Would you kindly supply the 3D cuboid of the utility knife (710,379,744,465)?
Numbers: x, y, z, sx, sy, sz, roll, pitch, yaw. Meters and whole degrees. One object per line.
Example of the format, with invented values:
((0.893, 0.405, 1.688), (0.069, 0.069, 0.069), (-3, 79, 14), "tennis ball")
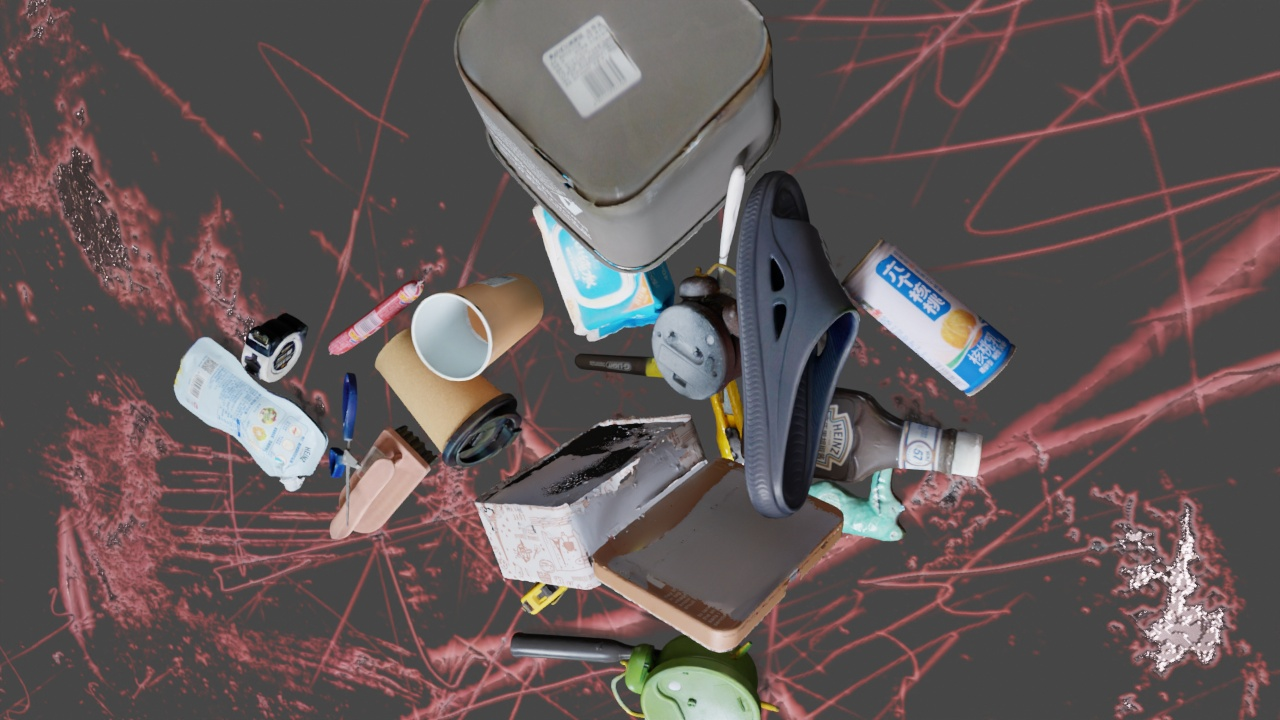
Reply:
((0.077, 0.044, 0.832), (0.033, 0.015, 0.154), (-12, 102, 23), "utility knife")

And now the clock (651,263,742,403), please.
((0.058, -0.023, 0.764), (0.082, 0.055, 0.122), (38, 131, 30), "clock")

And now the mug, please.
((-0.140, -0.038, 0.832), (0.078, 0.122, 0.078), (7, 111, 19), "mug")

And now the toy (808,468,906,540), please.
((0.190, 0.129, 0.810), (0.092, 0.030, 0.096), (10, 104, 14), "toy")

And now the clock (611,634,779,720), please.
((0.047, 0.328, 0.908), (0.161, 0.056, 0.116), (-13, 114, 20), "clock")

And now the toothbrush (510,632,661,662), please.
((-0.037, 0.304, 0.964), (0.213, 0.026, 0.027), (-3, 125, 20), "toothbrush")

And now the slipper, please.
((0.130, -0.012, 0.705), (0.083, 0.110, 0.268), (-1, 84, 29), "slipper")

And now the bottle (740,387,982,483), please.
((0.185, 0.065, 0.777), (0.195, 0.044, 0.080), (8, 97, 19), "bottle")

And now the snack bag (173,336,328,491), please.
((-0.440, 0.063, 1.038), (0.191, 0.038, 0.110), (36, 112, 5), "snack bag")

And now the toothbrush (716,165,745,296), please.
((0.071, -0.093, 0.726), (0.016, 0.016, 0.180), (33, 157, 16), "toothbrush")

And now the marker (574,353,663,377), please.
((-0.005, 0.005, 0.853), (0.124, 0.015, 0.018), (5, 106, 22), "marker")

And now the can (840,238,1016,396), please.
((0.225, -0.035, 0.723), (0.134, 0.053, 0.053), (41, 118, 4), "can")

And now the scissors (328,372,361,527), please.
((-0.307, 0.092, 0.958), (0.176, 0.012, 0.162), (-19, 67, 61), "scissors")

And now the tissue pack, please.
((-0.031, -0.091, 0.802), (0.090, 0.063, 0.140), (-14, 102, 25), "tissue pack")

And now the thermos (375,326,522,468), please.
((-0.190, 0.035, 0.902), (0.143, 0.092, 0.093), (43, 118, 13), "thermos")

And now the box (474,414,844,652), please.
((0.012, 0.128, 0.762), (0.272, 0.177, 0.106), (10, 119, 41), "box")

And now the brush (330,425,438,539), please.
((-0.282, 0.137, 0.979), (0.063, 0.072, 0.146), (44, 120, 2), "brush")

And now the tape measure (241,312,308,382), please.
((-0.390, -0.011, 0.974), (0.033, 0.065, 0.066), (31, 115, 7), "tape measure")

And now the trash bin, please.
((-0.013, -0.186, 0.643), (0.199, 0.219, 0.199), (45, 95, 0), "trash bin")

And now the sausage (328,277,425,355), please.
((-0.271, -0.043, 0.942), (0.156, 0.020, 0.020), (-31, 95, 28), "sausage")

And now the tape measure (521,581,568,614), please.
((-0.087, 0.231, 0.941), (0.057, 0.059, 0.029), (-42, 88, 22), "tape measure")
